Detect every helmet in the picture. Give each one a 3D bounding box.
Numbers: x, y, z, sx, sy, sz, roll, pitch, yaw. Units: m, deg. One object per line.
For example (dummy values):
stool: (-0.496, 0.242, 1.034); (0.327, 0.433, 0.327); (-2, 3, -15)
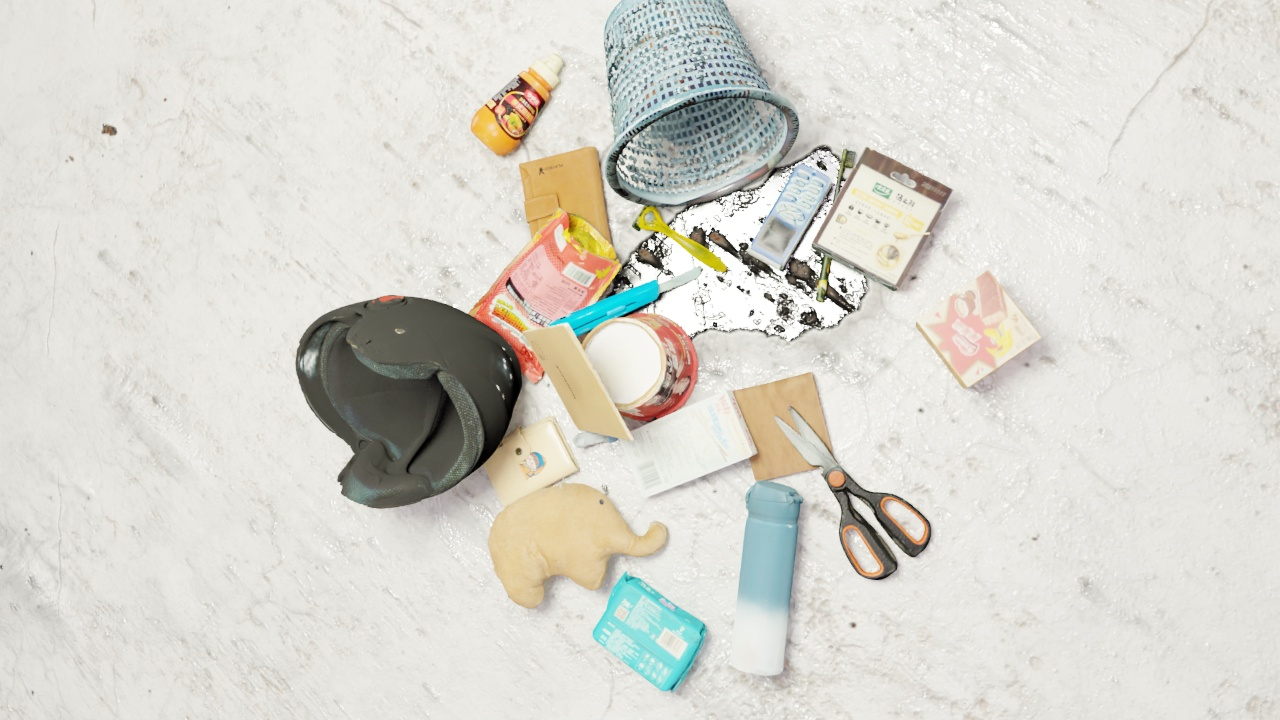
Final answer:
helmet: (-0.283, 0.035, 1.133); (0.275, 0.229, 0.234); (25, 120, 21)

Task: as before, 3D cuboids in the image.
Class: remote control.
remote control: (0.181, -0.173, 1.107); (0.049, 0.024, 0.125); (32, 96, 15)

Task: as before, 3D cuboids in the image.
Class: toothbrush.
toothbrush: (0.233, -0.161, 1.099); (0.017, 0.012, 0.186); (10, 91, 5)

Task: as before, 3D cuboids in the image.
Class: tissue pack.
tissue pack: (0.010, 0.333, 1.127); (0.133, 0.050, 0.093); (33, 99, 15)

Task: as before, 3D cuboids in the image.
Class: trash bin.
trash bin: (0.050, -0.320, 1.068); (0.227, 0.226, 0.195); (-18, 71, 15)

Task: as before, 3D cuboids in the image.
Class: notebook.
notebook: (-0.078, 0.025, 1.075); (0.008, 0.208, 0.148); (-32, 100, -17)

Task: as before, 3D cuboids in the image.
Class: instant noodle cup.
instant noodle cup: (-0.007, 0.007, 1.112); (0.138, 0.108, 0.138); (-1, 88, 16)

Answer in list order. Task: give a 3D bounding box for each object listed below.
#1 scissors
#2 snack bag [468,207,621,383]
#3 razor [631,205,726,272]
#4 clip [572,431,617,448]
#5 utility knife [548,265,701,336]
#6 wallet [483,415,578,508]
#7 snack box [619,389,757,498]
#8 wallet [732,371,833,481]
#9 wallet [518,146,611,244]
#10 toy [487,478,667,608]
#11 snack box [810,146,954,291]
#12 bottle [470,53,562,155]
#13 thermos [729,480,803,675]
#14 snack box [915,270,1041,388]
scissors: (0.251, 0.142, 1.076); (0.161, 0.021, 0.234); (-15, 84, 9)
snack bag: (-0.123, -0.082, 1.164); (0.128, 0.073, 0.208); (42, 114, 2)
razor: (0.052, -0.149, 1.145); (0.132, 0.028, 0.043); (36, 94, 12)
clip: (-0.058, 0.097, 1.171); (0.056, 0.026, 0.024); (-13, 89, 6)
utility knife: (-0.015, -0.074, 1.141); (0.203, 0.034, 0.018); (-24, 41, -1)
wallet: (-0.147, 0.129, 1.194); (0.115, 0.024, 0.087); (-29, 79, 14)
snack box: (0.056, 0.103, 1.122); (0.157, 0.026, 0.084); (-25, 81, 23)
wallet: (0.172, 0.080, 1.106); (0.101, 0.020, 0.115); (-14, 87, 15)
wallet: (-0.098, -0.202, 1.187); (0.108, 0.031, 0.131); (-10, 85, 14)
toy: (-0.084, 0.219, 1.148); (0.226, 0.082, 0.143); (-19, 87, 11)
snack box: (0.276, -0.161, 1.059); (0.113, 0.053, 0.125); (30, 93, 8)
bottle: (-0.155, -0.339, 1.194); (0.067, 0.066, 0.149); (42, 93, 13)
thermos: (0.148, 0.254, 1.084); (0.070, 0.070, 0.220); (6, 89, 16)
snack box: (0.373, -0.033, 1.020); (0.094, 0.077, 0.092); (-37, 79, 12)
